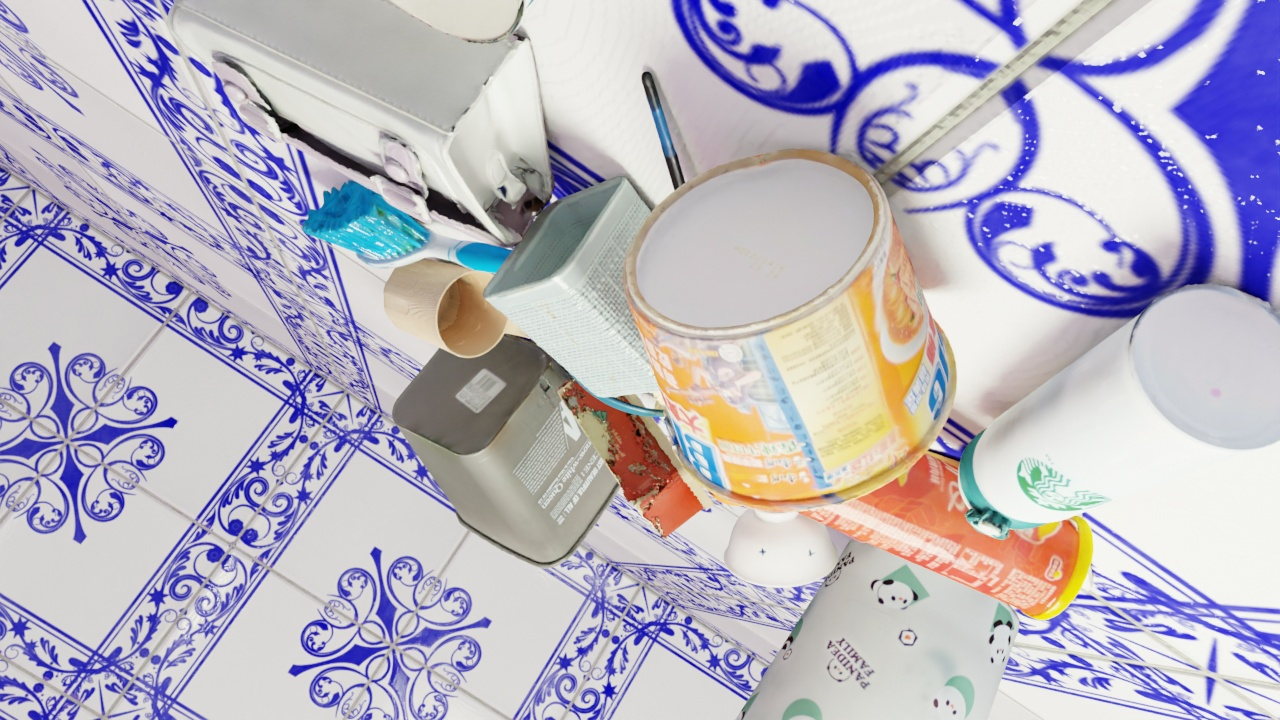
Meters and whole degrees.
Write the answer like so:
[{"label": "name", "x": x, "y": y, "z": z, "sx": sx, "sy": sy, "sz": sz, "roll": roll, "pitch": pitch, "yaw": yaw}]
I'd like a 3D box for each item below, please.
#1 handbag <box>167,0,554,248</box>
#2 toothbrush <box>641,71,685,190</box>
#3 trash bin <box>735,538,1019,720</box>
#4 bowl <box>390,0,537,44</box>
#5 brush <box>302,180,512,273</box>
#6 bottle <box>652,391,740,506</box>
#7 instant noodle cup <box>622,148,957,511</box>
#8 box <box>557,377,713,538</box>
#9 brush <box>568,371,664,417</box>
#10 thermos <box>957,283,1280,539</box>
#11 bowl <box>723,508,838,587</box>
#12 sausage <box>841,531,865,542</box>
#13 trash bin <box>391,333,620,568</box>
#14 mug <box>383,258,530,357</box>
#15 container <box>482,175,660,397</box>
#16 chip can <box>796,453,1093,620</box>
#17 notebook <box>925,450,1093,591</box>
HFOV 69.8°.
[{"label": "handbag", "x": -0.157, "y": -0.153, "z": 0.550, "sx": 0.197, "sy": 0.098, "sz": 0.145, "roll": 28, "pitch": 168, "yaw": 16}, {"label": "toothbrush", "x": 0.026, "y": -0.080, "z": 0.513, "sx": 0.014, "sy": 0.016, "sz": 0.190, "roll": 57, "pitch": 174, "yaw": 41}, {"label": "trash bin", "x": 0.236, "y": 0.328, "z": 0.909, "sx": 0.229, "sy": 0.251, "sz": 0.230, "roll": 30, "pitch": 164, "yaw": 9}, {"label": "bowl", "x": -0.074, "y": -0.186, "z": 0.344, "sx": 0.116, "sy": 0.066, "sz": 0.116, "roll": 30, "pitch": 163, "yaw": 10}, {"label": "brush", "x": -0.193, "y": -0.110, "z": 0.809, "sx": 0.109, "sy": 0.060, "sz": 0.315, "roll": 38, "pitch": 161, "yaw": -36}, {"label": "bottle", "x": 0.059, "y": 0.068, "z": 0.839, "sx": 0.149, "sy": 0.066, "sz": 0.067, "roll": 48, "pitch": 158, "yaw": -24}, {"label": "instant noodle cup", "x": 0.066, "y": -0.020, "z": 0.438, "sx": 0.151, "sy": 0.151, "sz": 0.111, "roll": 19, "pitch": 150, "yaw": 39}, {"label": "box", "x": -0.013, "y": 0.083, "z": 0.864, "sx": 0.168, "sy": 0.077, "sz": 0.091, "roll": 53, "pitch": 178, "yaw": 36}, {"label": "brush", "x": -0.004, "y": 0.004, "z": 0.720, "sx": 0.144, "sy": 0.073, "sz": 0.055, "roll": 20, "pitch": 174, "yaw": 10}, {"label": "thermos", "x": 0.215, "y": 0.040, "z": 0.447, "sx": 0.073, "sy": 0.073, "sz": 0.224, "roll": 30, "pitch": 163, "yaw": 9}, {"label": "bowl", "x": 0.143, "y": 0.175, "z": 0.946, "sx": 0.118, "sy": 0.118, "sz": 0.065, "roll": 15, "pitch": 117, "yaw": 45}, {"label": "sausage", "x": 0.163, "y": 0.139, "z": 0.915, "sx": 0.156, "sy": 0.020, "sz": 0.020, "roll": 30, "pitch": 163, "yaw": 10}, {"label": "trash bin", "x": -0.149, "y": 0.091, "z": 1.068, "sx": 0.199, "sy": 0.198, "sz": 0.220, "roll": 20, "pitch": 153, "yaw": 32}, {"label": "mug", "x": -0.177, "y": -0.052, "z": 0.910, "sx": 0.104, "sy": 0.084, "sz": 0.124, "roll": 18, "pitch": -175, "yaw": 43}, {"label": "container", "x": -0.021, "y": -0.040, "z": 0.584, "sx": 0.090, "sy": 0.090, "sz": 0.111, "roll": -8, "pitch": 134, "yaw": 49}, {"label": "chip can", "x": 0.169, "y": 0.091, "z": 0.583, "sx": 0.216, "sy": 0.073, "sz": 0.073, "roll": 23, "pitch": 163, "yaw": -1}, {"label": "notebook", "x": 0.235, "y": 0.106, "z": 0.704, "sx": 0.206, "sy": 0.010, "sz": 0.146, "roll": 19, "pitch": 157, "yaw": 38}]
